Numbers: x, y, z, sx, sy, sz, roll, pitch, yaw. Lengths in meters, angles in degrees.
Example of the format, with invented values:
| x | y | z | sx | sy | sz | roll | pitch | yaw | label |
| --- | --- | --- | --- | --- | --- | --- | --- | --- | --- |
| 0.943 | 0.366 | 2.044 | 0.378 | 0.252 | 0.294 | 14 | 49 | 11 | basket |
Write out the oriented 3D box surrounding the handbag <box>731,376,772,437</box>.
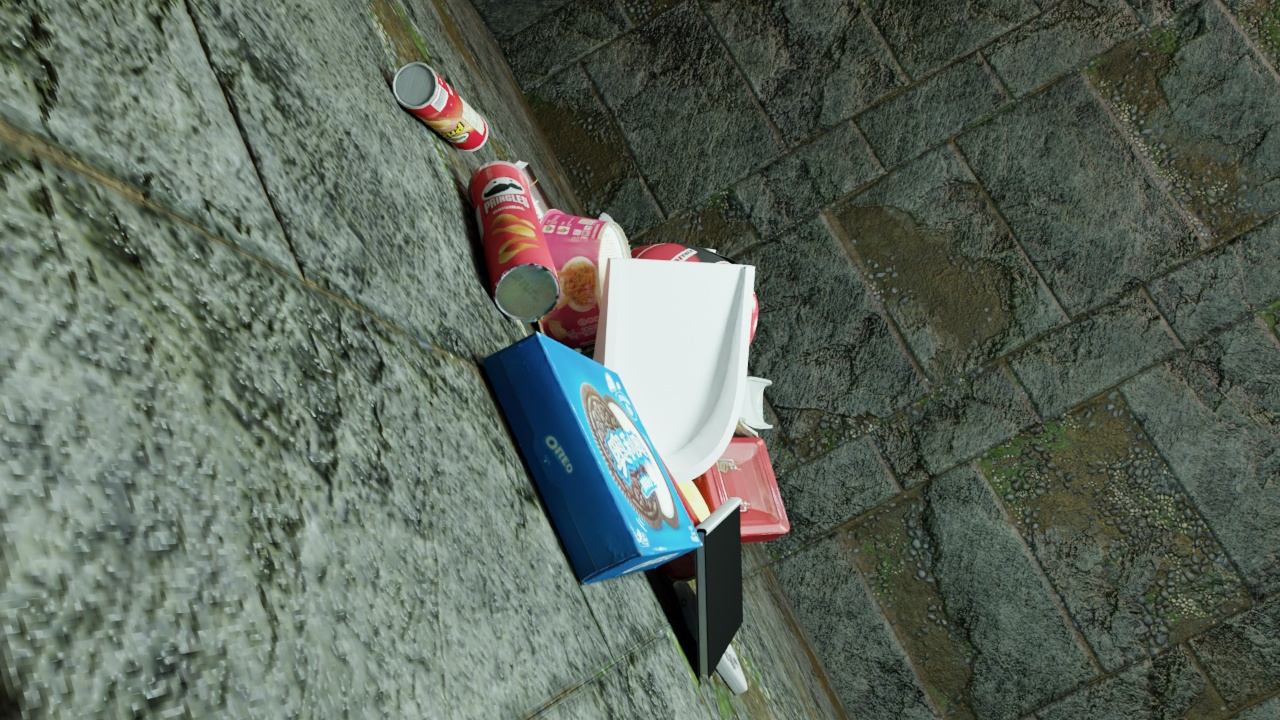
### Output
| x | y | z | sx | sy | sz | roll | pitch | yaw | label |
| --- | --- | --- | --- | --- | --- | --- | --- | --- | --- |
| 0.093 | 0.073 | 1.416 | 0.141 | 0.199 | 0.096 | 7 | 82 | -58 | handbag |

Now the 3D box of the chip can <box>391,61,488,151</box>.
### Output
| x | y | z | sx | sy | sz | roll | pitch | yaw | label |
| --- | --- | --- | --- | --- | --- | --- | --- | --- | --- |
| -0.230 | -0.292 | 1.075 | 0.052 | 0.052 | 0.214 | 62 | 4 | 1 | chip can |

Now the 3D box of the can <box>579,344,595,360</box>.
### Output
| x | y | z | sx | sy | sz | roll | pitch | yaw | label |
| --- | --- | --- | --- | --- | --- | --- | --- | --- | --- |
| -0.007 | 0.007 | 1.157 | 0.099 | 0.144 | 0.099 | 61 | 5 | -8 | can |

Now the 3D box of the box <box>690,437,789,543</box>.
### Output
| x | y | z | sx | sy | sz | roll | pitch | yaw | label |
| --- | --- | --- | --- | --- | --- | --- | --- | --- | --- |
| 0.101 | 0.212 | 1.351 | 0.146 | 0.156 | 0.157 | 7 | 57 | -31 | box |

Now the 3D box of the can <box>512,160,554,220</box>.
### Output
| x | y | z | sx | sy | sz | roll | pitch | yaw | label |
| --- | --- | --- | --- | --- | --- | --- | --- | --- | --- |
| -0.153 | -0.198 | 1.231 | 0.128 | 0.072 | 0.072 | 60 | 5 | -19 | can |

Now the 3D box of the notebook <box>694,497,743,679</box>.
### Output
| x | y | z | sx | sy | sz | roll | pitch | yaw | label |
| --- | --- | --- | --- | --- | --- | --- | --- | --- | --- |
| 0.088 | 0.238 | 1.001 | 0.206 | 0.016 | 0.149 | -2 | 90 | -74 | notebook |

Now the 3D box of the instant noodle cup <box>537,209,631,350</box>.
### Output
| x | y | z | sx | sy | sz | roll | pitch | yaw | label |
| --- | --- | --- | --- | --- | --- | --- | --- | --- | --- |
| -0.062 | -0.096 | 1.105 | 0.178 | 0.078 | 0.178 | -1 | 89 | -74 | instant noodle cup |

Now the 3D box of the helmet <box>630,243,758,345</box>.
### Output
| x | y | z | sx | sy | sz | roll | pitch | yaw | label |
| --- | --- | --- | --- | --- | --- | --- | --- | --- | --- |
| 0.065 | -0.075 | 1.378 | 0.270 | 0.225 | 0.198 | -3 | 105 | -58 | helmet |

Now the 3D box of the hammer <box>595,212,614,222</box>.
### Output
| x | y | z | sx | sy | sz | roll | pitch | yaw | label |
| --- | --- | --- | --- | --- | --- | --- | --- | --- | --- |
| -0.100 | -0.129 | 1.245 | 0.052 | 0.098 | 0.327 | 59 | 19 | -14 | hammer |

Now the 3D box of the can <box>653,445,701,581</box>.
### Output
| x | y | z | sx | sy | sz | roll | pitch | yaw | label |
| --- | --- | --- | --- | --- | --- | --- | --- | --- | --- |
| 0.019 | 0.162 | 0.985 | 0.170 | 0.067 | 0.067 | 59 | 5 | -28 | can |

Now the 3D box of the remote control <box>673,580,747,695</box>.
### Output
| x | y | z | sx | sy | sz | roll | pitch | yaw | label |
| --- | --- | --- | --- | --- | --- | --- | --- | --- | --- |
| 0.084 | 0.320 | 1.054 | 0.151 | 0.019 | 0.074 | 59 | 5 | -32 | remote control |

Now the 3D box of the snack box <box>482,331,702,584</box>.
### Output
| x | y | z | sx | sy | sz | roll | pitch | yaw | label |
| --- | --- | --- | --- | --- | --- | --- | --- | --- | --- |
| -0.033 | 0.089 | 0.805 | 0.195 | 0.056 | 0.238 | 63 | 10 | 15 | snack box |

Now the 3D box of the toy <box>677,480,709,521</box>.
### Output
| x | y | z | sx | sy | sz | roll | pitch | yaw | label |
| --- | --- | --- | --- | --- | --- | --- | --- | --- | --- |
| 0.053 | 0.196 | 1.203 | 0.155 | 0.064 | 0.170 | 66 | -2 | -62 | toy |

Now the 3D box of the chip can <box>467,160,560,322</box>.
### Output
| x | y | z | sx | sy | sz | roll | pitch | yaw | label |
| --- | --- | --- | --- | --- | --- | --- | --- | --- | --- |
| -0.139 | -0.134 | 0.993 | 0.073 | 0.073 | 0.232 | 58 | 6 | -39 | chip can |

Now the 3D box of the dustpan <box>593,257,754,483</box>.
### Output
| x | y | z | sx | sy | sz | roll | pitch | yaw | label |
| --- | --- | --- | --- | --- | --- | --- | --- | --- | --- |
| 0.041 | 0.017 | 1.069 | 0.053 | 0.191 | 0.258 | 36 | -59 | 57 | dustpan |
